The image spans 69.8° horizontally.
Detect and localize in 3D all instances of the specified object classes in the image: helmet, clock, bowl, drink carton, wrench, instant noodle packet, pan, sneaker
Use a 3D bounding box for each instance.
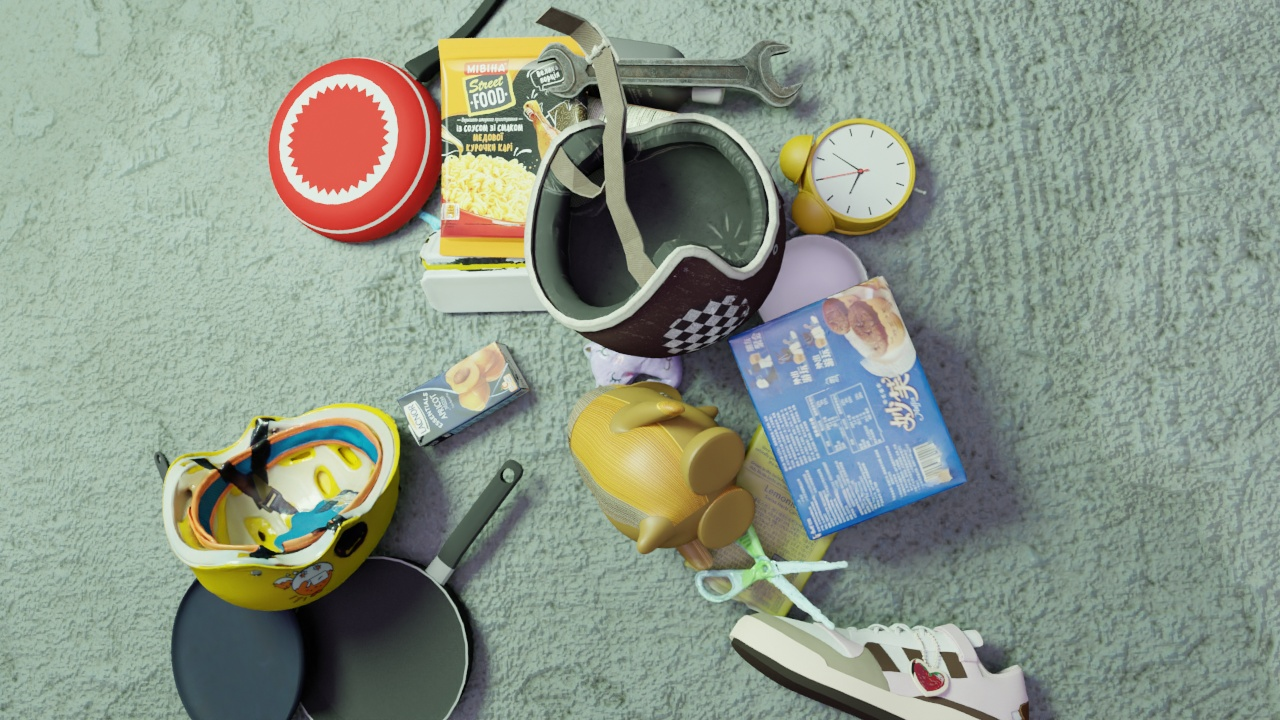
[{"bbox_3d":[-0.354,0.162,0.956,0.239,0.140,0.209,-28,46,-30],"label":"helmet"},{"bbox_3d":[0.008,-0.125,0.837,0.234,0.253,0.233,-53,55,28],"label":"helmet"},{"bbox_3d":[0.207,-0.186,0.936,0.152,0.052,0.113,-11,83,-2],"label":"clock"},{"bbox_3d":[0.173,-0.067,0.934,0.113,0.063,0.113,-1,85,9],"label":"bowl"},{"bbox_3d":[-0.193,0.037,0.997,0.130,0.040,0.064,-30,82,6],"label":"drink carton"},{"bbox_3d":[0.033,-0.289,0.920,0.273,0.010,0.070,-3,91,-12],"label":"wrench"},{"bbox_3d":[-0.130,-0.216,0.939,0.160,0.032,0.221,2,97,9],"label":"instant noodle packet"},{"bbox_3d":[-0.233,0.252,0.986,0.204,0.044,0.356,37,92,10],"label":"pan"},{"bbox_3d":[-0.477,0.256,1.024,0.199,0.021,0.356,-36,74,20],"label":"pan"},{"bbox_3d":[0.236,0.286,0.878,0.294,0.112,0.116,22,71,6],"label":"sneaker"},{"bbox_3d":[-0.274,-0.294,1.025,0.209,0.067,0.356,43,96,14],"label":"pan"}]

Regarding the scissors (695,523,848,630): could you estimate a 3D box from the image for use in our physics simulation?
[{"bbox_3d":[0.119,0.190,0.868,0.171,0.028,0.138,-10,74,36],"label":"scissors"}]

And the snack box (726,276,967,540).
[{"bbox_3d":[0.190,0.043,0.864,0.155,0.069,0.202,-23,91,7],"label":"snack box"}]

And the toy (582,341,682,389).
[{"bbox_3d":[-0.006,0.006,0.972,0.100,0.036,0.080,-16,91,7],"label":"toy"}]

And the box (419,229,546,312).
[{"bbox_3d":[-0.131,-0.107,0.996,0.209,0.079,0.080,-2,55,7],"label":"box"}]

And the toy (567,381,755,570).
[{"bbox_3d":[0.010,0.091,0.900,0.162,0.203,0.199,-29,125,-22],"label":"toy"}]

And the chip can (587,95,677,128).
[{"bbox_3d":[-0.062,-0.245,0.978,0.215,0.075,0.075,14,88,10],"label":"chip can"}]

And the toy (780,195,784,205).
[{"bbox_3d":[0.113,-0.149,0.947,0.076,0.063,0.100,-5,66,-9],"label":"toy"}]

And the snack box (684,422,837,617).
[{"bbox_3d":[0.136,0.162,0.935,0.121,0.045,0.181,30,94,7],"label":"snack box"}]

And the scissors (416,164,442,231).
[{"bbox_3d":[-0.238,-0.177,1.036,0.135,0.015,0.135,-43,80,10],"label":"scissors"}]

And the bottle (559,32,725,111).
[{"bbox_3d":[0.003,-0.300,0.968,0.174,0.083,0.046,11,87,9],"label":"bottle"}]
